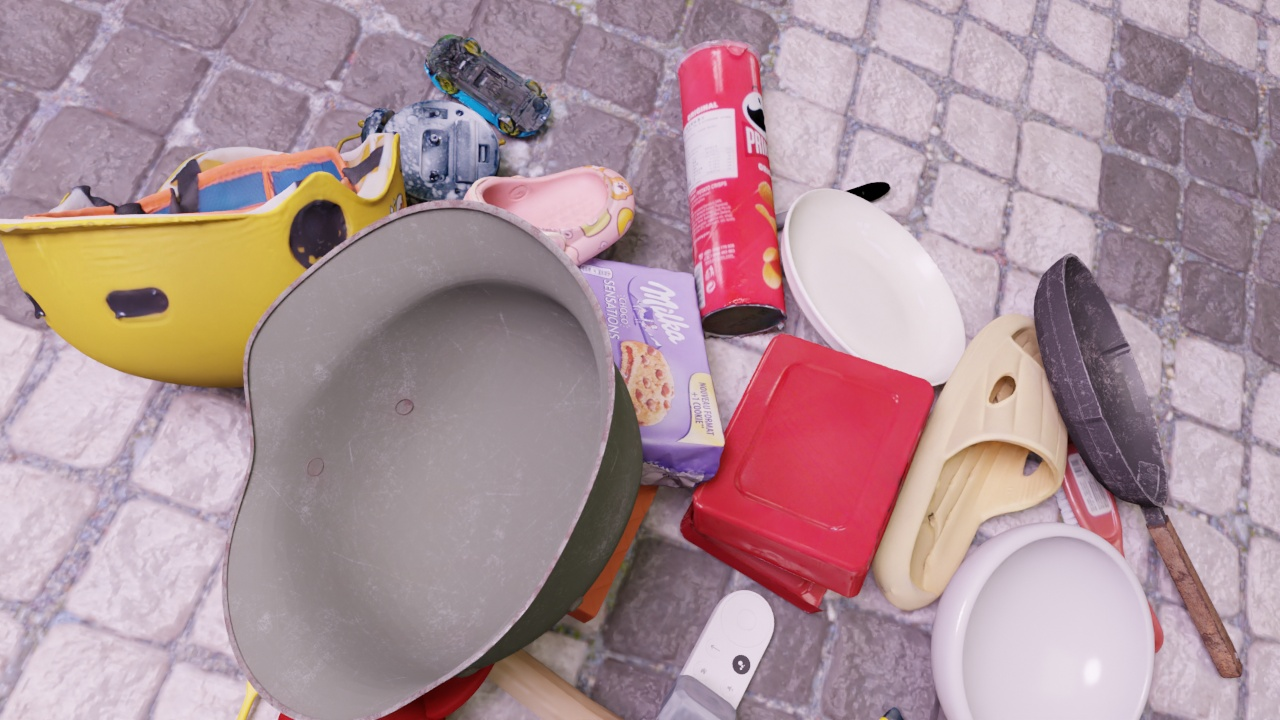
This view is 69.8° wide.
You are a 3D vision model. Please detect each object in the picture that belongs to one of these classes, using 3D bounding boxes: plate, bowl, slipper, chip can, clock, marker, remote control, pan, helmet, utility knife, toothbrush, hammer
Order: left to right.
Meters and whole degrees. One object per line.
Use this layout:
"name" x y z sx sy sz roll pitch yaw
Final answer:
"toothbrush" -0.253 0.247 0.553 0.021 0.016 0.135 20 70 -7
"helmet" -0.249 -0.048 0.562 0.209 0.140 0.239 2 24 24
"clock" -0.166 -0.148 0.692 0.129 0.052 0.090 2 70 -13
"helmet" -0.098 0.068 0.495 0.227 0.153 0.268 42 93 30
"hammer" -0.098 0.183 0.582 0.323 0.051 0.117 34 94 7
"slipper" -0.100 -0.094 0.650 0.197 0.081 0.093 -30 53 -7
"remote control" 0.050 0.221 0.630 0.043 0.013 0.136 33 67 0
"chip can" 0.071 -0.136 0.731 0.073 0.073 0.232 1 71 -12
"marker" 0.156 -0.130 0.774 0.138 0.022 0.016 -20 89 -19
"utility knife" 0.138 0.305 0.618 0.030 0.017 0.155 38 66 8
"plate" 0.177 -0.053 0.722 0.182 0.034 0.182 19 51 -25
"slipper" 0.260 0.072 0.675 0.261 0.079 0.111 -53 123 -19
"bowl" 0.271 0.200 0.648 0.176 0.066 0.176 1 87 -20
"pan" 0.384 0.088 0.712 0.207 0.040 0.357 -24 92 -55

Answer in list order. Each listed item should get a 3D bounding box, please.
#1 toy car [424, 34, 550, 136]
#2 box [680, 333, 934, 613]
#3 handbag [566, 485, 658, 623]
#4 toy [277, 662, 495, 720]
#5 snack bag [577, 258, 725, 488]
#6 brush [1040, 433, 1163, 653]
"toy car" -0.123 -0.217 0.738 0.105 0.032 0.048 32 66 -6
"box" 0.117 0.074 0.642 0.136 0.123 0.157 28 67 3
"handbag" -0.086 0.087 0.621 0.172 0.060 0.108 28 67 -1
"toy" -0.163 0.250 0.514 0.159 0.120 0.196 -6 52 29
"snack bag" -0.004 0.003 0.644 0.096 0.059 0.205 6 43 -11
"brush" 0.359 0.142 0.717 0.041 0.030 0.172 -9 72 -16
